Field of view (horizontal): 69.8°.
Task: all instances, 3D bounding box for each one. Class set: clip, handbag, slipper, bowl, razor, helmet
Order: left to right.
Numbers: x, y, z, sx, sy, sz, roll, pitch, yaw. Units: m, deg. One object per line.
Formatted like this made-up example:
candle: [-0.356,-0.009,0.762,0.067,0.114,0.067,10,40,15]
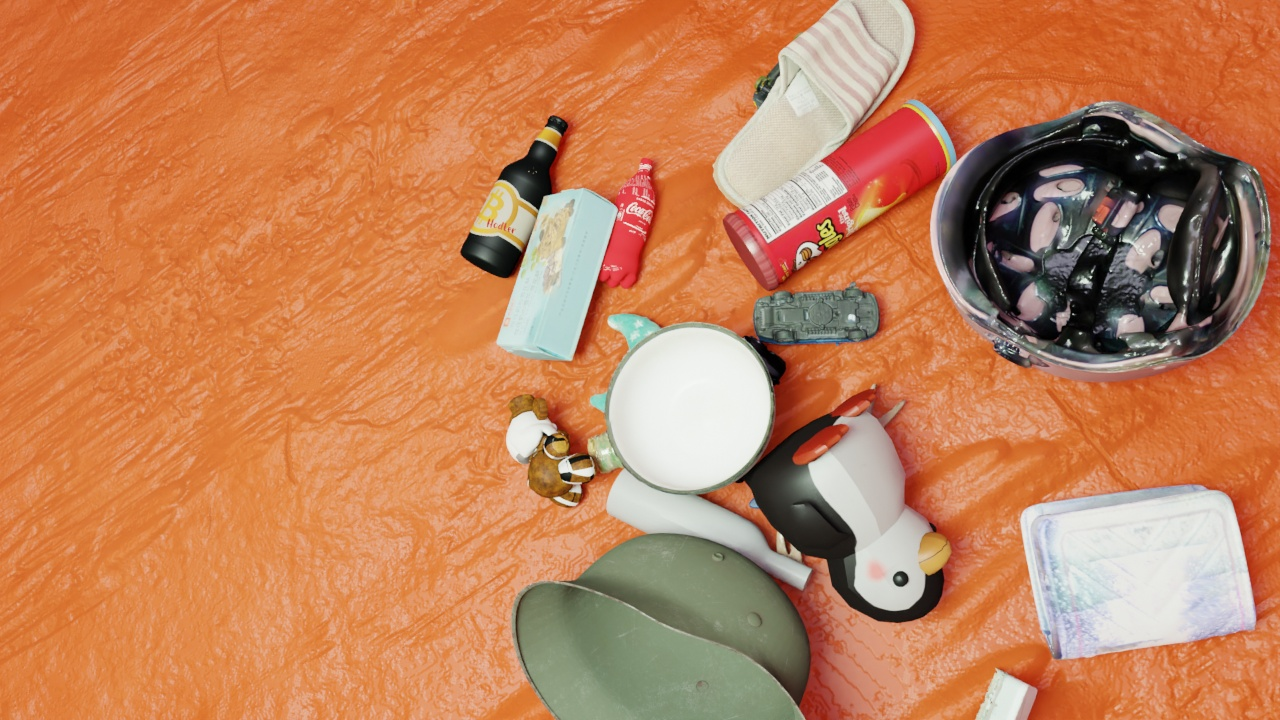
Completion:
helmet: [0.044,0.240,0.774,0.268,0.227,0.153,23,40,27]
bowl: [0.051,0.047,0.827,0.154,0.073,0.153,-4,76,18]
razor: [0.104,0.047,0.877,0.064,0.053,0.140,3,78,20]
clip: [0.135,0.176,0.853,0.049,0.026,0.061,-40,78,6]
slipper: [0.176,-0.264,0.920,0.115,0.052,0.263,39,92,-9]
clip: [0.224,0.056,0.862,0.061,0.026,0.049,-9,76,12]
helmet: [0.381,-0.092,0.797,0.256,0.152,0.230,14,82,17]
handbag: [0.412,0.176,0.770,0.159,0.069,0.126,-11,88,10]

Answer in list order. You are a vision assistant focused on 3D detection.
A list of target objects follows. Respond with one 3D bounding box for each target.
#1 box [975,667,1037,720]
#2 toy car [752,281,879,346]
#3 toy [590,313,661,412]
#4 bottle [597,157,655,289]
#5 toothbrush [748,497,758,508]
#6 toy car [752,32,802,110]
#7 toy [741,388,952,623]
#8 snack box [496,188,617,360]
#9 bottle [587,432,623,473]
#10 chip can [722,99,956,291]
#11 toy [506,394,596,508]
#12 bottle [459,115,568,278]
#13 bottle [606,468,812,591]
box: [0.260,0.341,0.720,0.044,0.136,0.197,24,82,22]
toy car: [0.170,-0.042,0.889,0.120,0.043,0.056,-2,75,9]
toy: [-0.005,0.005,0.925,0.085,0.033,0.105,10,79,26]
bottle: [-0.011,-0.145,0.958,0.042,0.042,0.141,12,79,15]
toothbrush: [0.167,0.116,0.866,0.135,0.017,0.021,-20,76,5]
toy car: [0.162,-0.299,0.965,0.049,0.030,0.107,43,90,18]
toy: [0.184,0.144,0.799,0.140,0.158,0.184,-34,91,42]
snack box: [-0.085,-0.086,0.939,0.075,0.053,0.174,3,72,53]
bottle: [0.005,0.077,0.897,0.111,0.043,0.043,-19,72,10]
chip can: [0.192,-0.160,0.893,0.213,0.087,0.087,-33,71,2]
toy: [-0.095,0.085,0.901,0.067,0.087,0.112,-5,55,-29]
bottle: [-0.127,-0.180,0.984,0.059,0.059,0.181,24,82,17]
bottle: [0.065,0.160,0.848,0.195,0.052,0.052,23,82,22]
